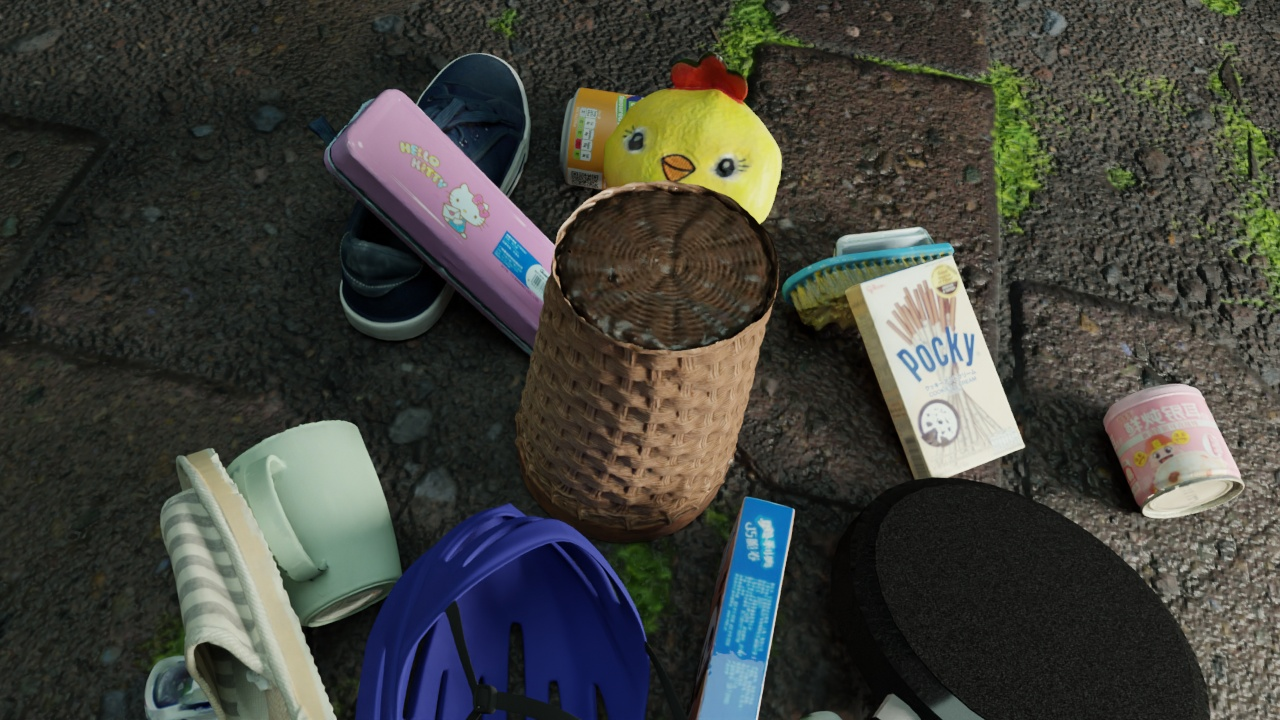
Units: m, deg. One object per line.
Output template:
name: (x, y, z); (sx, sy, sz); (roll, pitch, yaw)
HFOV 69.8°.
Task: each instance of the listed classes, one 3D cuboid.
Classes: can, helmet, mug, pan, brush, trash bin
can: (0.375, 0.064, 0.649); (0.067, 0.067, 0.076); (-2, 58, -7)
can: (0.008, -0.176, 0.760); (0.142, 0.079, 0.079); (9, 56, 0)
helmet: (-0.043, 0.162, 0.453); (0.147, 0.228, 0.241); (22, 51, -30)
mug: (-0.195, 0.097, 0.543); (0.084, 0.111, 0.104); (-27, 72, -3)
pan: (0.177, 0.174, 0.512); (0.355, 0.034, 0.225); (-18, 50, -37)
brush: (0.174, -0.066, 0.721); (0.135, 0.055, 0.075); (-8, 49, -11)
trash bin: (-0.003, 0.003, 0.564); (0.151, 0.211, 0.151); (2, 56, -4)

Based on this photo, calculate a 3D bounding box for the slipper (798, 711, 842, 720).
slipper: (0.150, 0.292, 0.459); (0.074, 0.104, 0.245); (-17, 56, -13)

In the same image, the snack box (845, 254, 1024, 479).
snack box: (0.211, 0.005, 0.660); (0.081, 0.026, 0.150); (-19, 86, -16)

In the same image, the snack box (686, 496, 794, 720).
snack box: (0.055, 0.166, 0.537); (0.034, 0.087, 0.151); (14, 57, 4)

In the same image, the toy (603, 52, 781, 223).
toy: (0.029, -0.113, 0.676); (0.134, 0.092, 0.207); (22, 93, 19)

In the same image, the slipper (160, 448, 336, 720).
slipper: (-0.195, 0.160, 0.465); (0.054, 0.115, 0.272); (-21, 55, -28)

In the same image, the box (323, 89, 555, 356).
box: (-0.121, -0.091, 0.646); (0.214, 0.036, 0.076); (45, 48, -25)

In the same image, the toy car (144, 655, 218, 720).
toy car: (-0.239, 0.186, 0.530); (0.089, 0.027, 0.038); (-7, 56, -10)

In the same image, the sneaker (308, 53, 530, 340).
sneaker: (-0.163, -0.165, 0.711); (0.121, 0.127, 0.293); (13, 55, 1)
